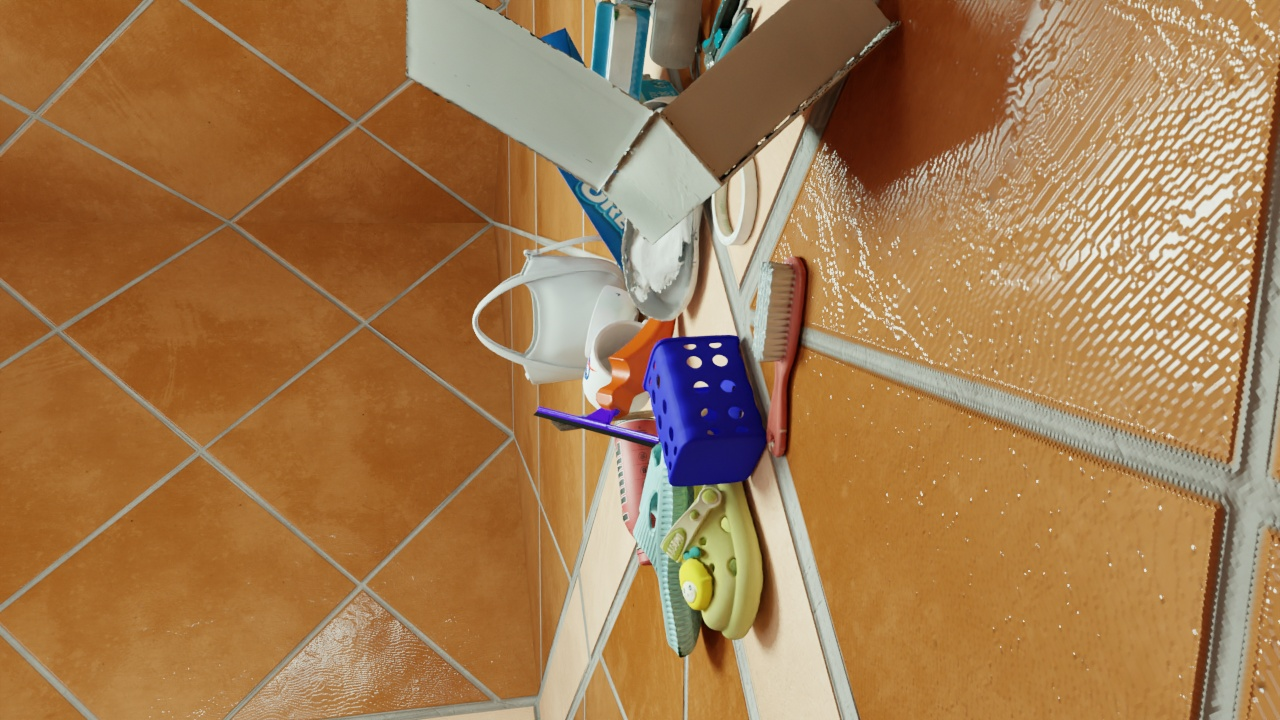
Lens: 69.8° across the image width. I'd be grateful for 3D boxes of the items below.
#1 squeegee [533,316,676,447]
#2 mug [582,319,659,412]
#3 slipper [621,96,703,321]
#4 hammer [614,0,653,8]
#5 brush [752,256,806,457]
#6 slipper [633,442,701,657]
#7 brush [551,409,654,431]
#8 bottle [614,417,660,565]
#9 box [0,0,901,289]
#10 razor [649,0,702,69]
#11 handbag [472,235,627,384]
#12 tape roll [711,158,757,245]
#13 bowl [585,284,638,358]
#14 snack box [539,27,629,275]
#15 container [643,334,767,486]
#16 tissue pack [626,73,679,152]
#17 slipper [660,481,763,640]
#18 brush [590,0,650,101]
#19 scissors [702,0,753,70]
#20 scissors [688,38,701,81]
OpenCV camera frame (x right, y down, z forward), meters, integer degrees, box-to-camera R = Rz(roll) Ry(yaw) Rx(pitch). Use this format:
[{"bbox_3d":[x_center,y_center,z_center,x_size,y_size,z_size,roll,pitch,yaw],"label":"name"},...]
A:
[{"bbox_3d":[-0.006,0.006,1.047,0.250,0.055,0.184,8,66,55],"label":"squeegee"},{"bbox_3d":[-0.015,-0.001,1.169,0.121,0.091,0.090,-59,-6,-31],"label":"mug"},{"bbox_3d":[0.027,-0.157,0.974,0.112,0.074,0.247,28,127,38],"label":"slipper"},{"bbox_3d":[0.019,-0.469,0.936,0.322,0.044,0.098,134,146,-77],"label":"hammer"},{"bbox_3d":[0.108,0.000,0.746,0.041,0.030,0.172,-123,33,-66],"label":"brush"},{"bbox_3d":[0.027,0.181,0.978,0.115,0.069,0.276,-44,-48,-77],"label":"slipper"},{"bbox_3d":[-0.034,0.069,1.108,0.045,0.143,0.008,-157,63,-67],"label":"brush"},{"bbox_3d":[0.006,0.162,1.130,0.062,0.062,0.176,119,147,-66],"label":"bottle"},{"bbox_3d":[-0.099,-0.146,0.575,0.167,0.505,0.148,157,106,-75],"label":"box"},{"bbox_3d":[0.028,-0.359,0.956,0.116,0.047,0.088,-110,25,-62],"label":"razor"},{"bbox_3d":[-0.132,-0.073,1.334,0.095,0.222,0.216,-142,52,-72],"label":"handbag"},{"bbox_3d":[0.086,-0.153,0.849,0.093,0.013,0.093,177,91,-77],"label":"tape roll"},{"bbox_3d":[-0.035,-0.047,1.252,0.105,0.054,0.105,17,-92,-84],"label":"bowl"},{"bbox_3d":[-0.051,-0.242,1.093,0.239,0.056,0.195,54,-162,-49],"label":"snack box"},{"bbox_3d":[0.058,0.047,0.845,0.085,0.085,0.113,104,158,-51],"label":"container"},{"bbox_3d":[0.013,-0.261,1.037,0.144,0.061,0.093,-111,24,-55],"label":"tissue pack"},{"bbox_3d":[0.062,0.164,0.860,0.092,0.081,0.190,112,156,-54],"label":"slipper"},{"bbox_3d":[-0.024,-0.299,0.956,0.075,0.055,0.136,-95,11,-54],"label":"brush"},{"bbox_3d":[0.075,-0.299,0.857,0.129,0.019,0.139,-126,28,-56],"label":"scissors"},{"bbox_3d":[0.048,-0.396,0.979,0.209,0.015,0.155,-107,22,-46],"label":"scissors"}]
